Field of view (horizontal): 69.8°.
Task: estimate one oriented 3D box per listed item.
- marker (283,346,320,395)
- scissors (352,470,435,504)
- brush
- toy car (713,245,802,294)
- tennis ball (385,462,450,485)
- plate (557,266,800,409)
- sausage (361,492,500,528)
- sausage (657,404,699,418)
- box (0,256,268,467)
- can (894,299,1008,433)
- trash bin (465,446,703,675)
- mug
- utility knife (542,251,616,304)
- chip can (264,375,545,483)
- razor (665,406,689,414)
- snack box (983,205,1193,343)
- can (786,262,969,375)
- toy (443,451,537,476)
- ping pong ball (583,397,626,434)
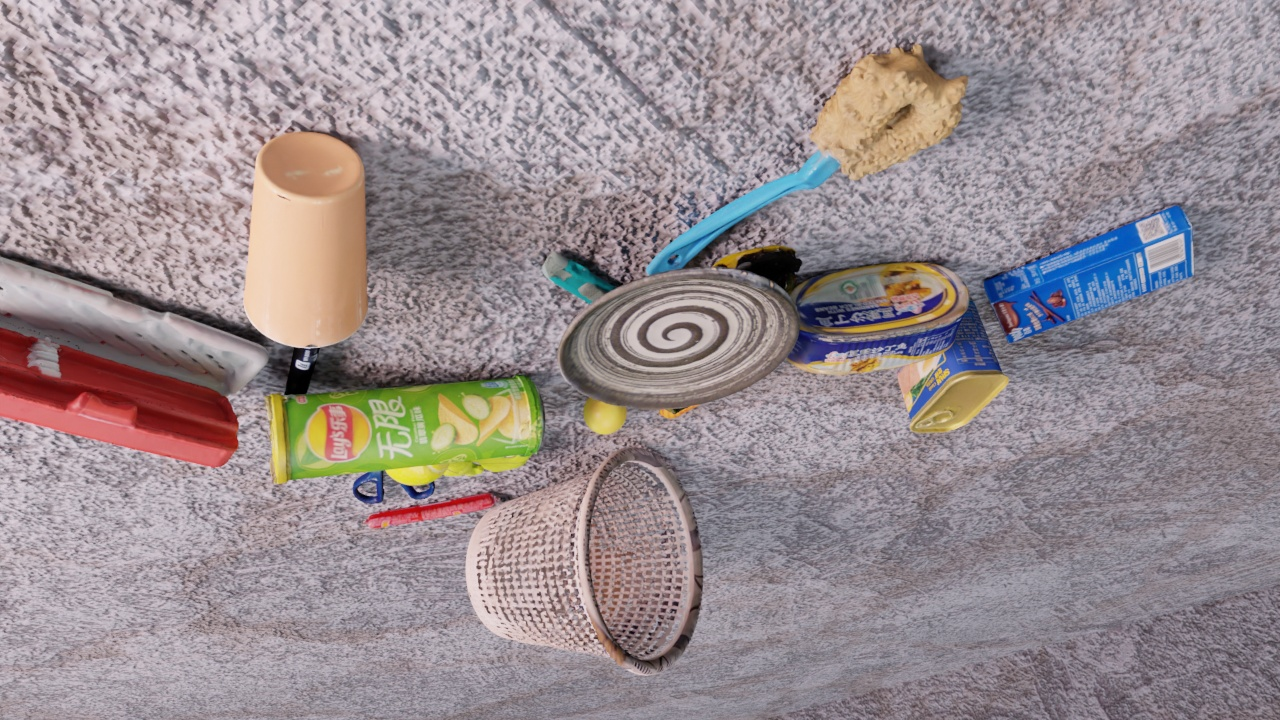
[{"bbox_3d":[-0.259,-0.007,0.710,0.020,0.022,0.132,-4,150,-31],"label":"marker"},{"bbox_3d":[-0.244,0.102,0.907,0.141,0.012,0.171,15,141,-32],"label":"scissors"},{"bbox_3d":[0.097,-0.119,0.611,0.083,0.045,0.255,15,146,-41],"label":"brush"},{"bbox_3d":[0.067,-0.044,0.713,0.071,0.041,0.156,-7,153,-31],"label":"toy car"},{"bbox_3d":[-0.202,0.080,0.828,0.065,0.065,0.066,-7,150,-4],"label":"tennis ball"},{"bbox_3d":[0.028,-0.018,0.672,0.179,0.024,0.180,-6,149,-4],"label":"plate"},{"bbox_3d":[-0.231,0.166,1.010,0.156,0.020,0.020,-10,150,2],"label":"sausage"},{"bbox_3d":[0.077,0.016,0.841,0.166,0.021,0.021,-32,143,32],"label":"sausage"},{"bbox_3d":[-0.370,-0.006,0.645,0.201,0.095,0.099,25,106,-42],"label":"box"},{"bbox_3d":[0.269,0.005,0.814,0.057,0.083,0.102,-1,149,-13],"label":"can"},{"bbox_3d":[-0.068,0.217,0.977,0.193,0.227,0.227,-13,152,32],"label":"trash bin"},{"bbox_3d":[-0.204,-0.075,0.565,0.078,0.078,0.123,3,142,-20],"label":"mug"},{"bbox_3d":[-0.019,-0.046,0.718,0.029,0.013,0.164,-28,145,29],"label":"utility knife"},{"bbox_3d":[-0.189,0.054,0.758,0.221,0.072,0.073,-5,150,-24],"label":"chip can"},{"bbox_3d":[0.068,-0.002,0.796,0.043,0.028,0.133,-17,155,-50],"label":"razor"},{"bbox_3d":[0.379,-0.069,0.776,0.157,0.026,0.084,-23,147,22],"label":"snack box"},{"bbox_3d":[0.186,-0.035,0.736,0.148,0.074,0.049,-8,146,-4],"label":"can"},{"bbox_3d":[-0.151,0.089,0.891,0.100,0.031,0.097,0,148,-7],"label":"toy"},{"bbox_3d":[-0.033,0.048,0.845,0.040,0.040,0.040,-7,150,-4],"label":"ping pong ball"}]
